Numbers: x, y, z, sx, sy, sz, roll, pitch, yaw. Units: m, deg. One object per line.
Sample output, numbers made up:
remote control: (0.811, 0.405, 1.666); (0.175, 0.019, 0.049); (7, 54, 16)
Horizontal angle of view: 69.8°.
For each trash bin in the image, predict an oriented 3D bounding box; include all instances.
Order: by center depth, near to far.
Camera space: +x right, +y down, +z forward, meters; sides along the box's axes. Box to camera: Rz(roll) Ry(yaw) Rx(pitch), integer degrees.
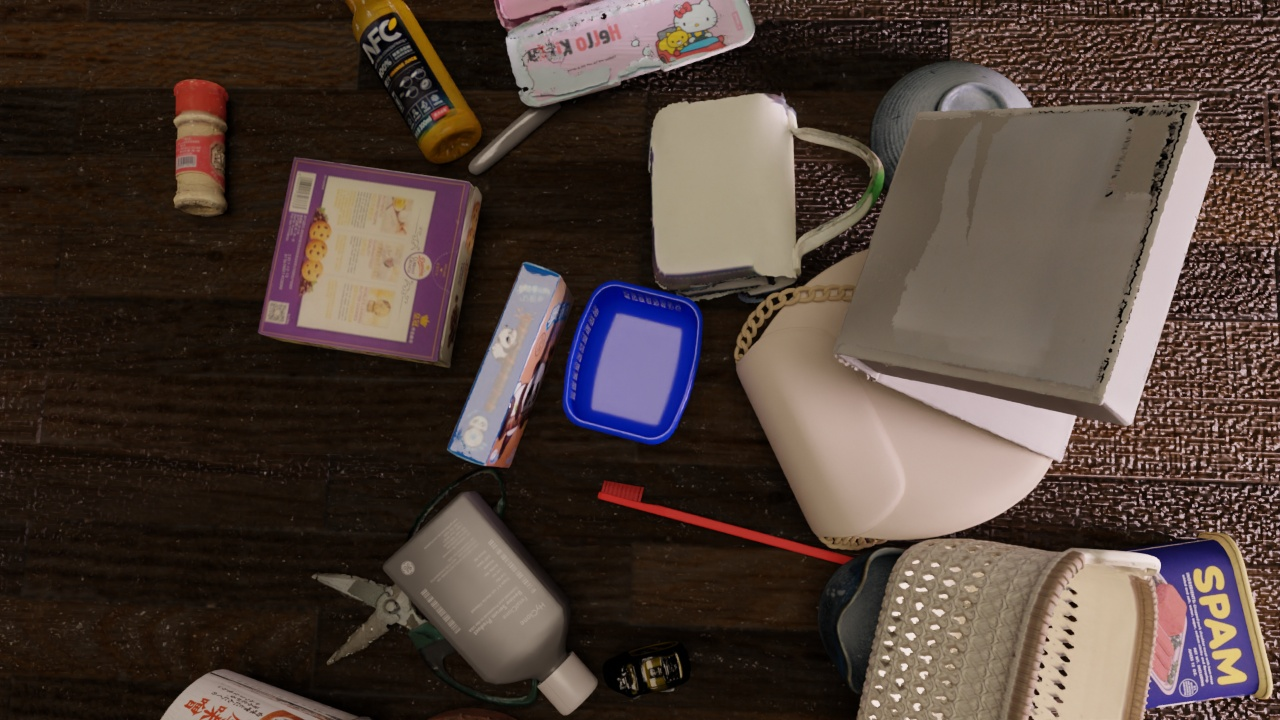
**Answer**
trash bin: (-0.136, 0.330, 0.604); (0.151, 0.210, 0.151); (0, 83, 3)

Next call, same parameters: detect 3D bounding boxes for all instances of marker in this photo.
marker: (-0.088, -0.201, 0.769); (0.138, 0.016, 0.022); (-42, 105, -2)

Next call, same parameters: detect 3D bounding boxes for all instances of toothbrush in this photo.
toothbrush: (0.071, 0.126, 0.716); (0.212, 0.012, 0.018); (14, 84, 5)

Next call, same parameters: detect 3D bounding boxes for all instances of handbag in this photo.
handbag: (0.194, 0.023, 0.675); (0.208, 0.103, 0.210); (-25, 82, 0)
handbag: (0.099, -0.125, 0.707); (0.176, 0.074, 0.151); (-5, 80, 22)

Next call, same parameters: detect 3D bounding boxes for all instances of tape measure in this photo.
tape measure: (0.007, 0.231, 0.682); (0.061, 0.062, 0.034); (-10, 80, -16)

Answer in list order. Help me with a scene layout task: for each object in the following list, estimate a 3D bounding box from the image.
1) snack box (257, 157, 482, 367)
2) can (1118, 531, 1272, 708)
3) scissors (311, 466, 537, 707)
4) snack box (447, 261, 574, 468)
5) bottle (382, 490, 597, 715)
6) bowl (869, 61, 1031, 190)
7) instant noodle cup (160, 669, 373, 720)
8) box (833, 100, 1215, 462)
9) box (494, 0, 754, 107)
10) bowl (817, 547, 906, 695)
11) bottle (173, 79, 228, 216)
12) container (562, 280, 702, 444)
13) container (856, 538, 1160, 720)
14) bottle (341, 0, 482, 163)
snack box: (-0.210, -0.077, 0.719); (0.148, 0.040, 0.143); (9, 84, 5)
can: (0.384, 0.190, 0.666); (0.092, 0.056, 0.116); (-9, 82, 4)
scissors: (-0.154, 0.172, 0.724); (0.202, 0.015, 0.202); (20, 86, 4)
snack box: (-0.096, 0.007, 0.705); (0.034, 0.087, 0.151); (21, 84, 5)
bottle: (-0.102, 0.189, 0.690); (0.083, 0.046, 0.174); (-43, 84, -4)
bowl: (0.254, -0.182, 0.722); (0.137, 0.057, 0.137); (-1, 82, 4)
instant noodle cup: (-0.281, 0.293, 0.671); (0.122, 0.123, 0.123); (22, 84, 15)
box: (0.267, -0.023, 0.662); (0.174, 0.422, 0.167); (19, 84, 24)
box: (-0.019, -0.299, 0.765); (0.201, 0.038, 0.152); (-16, 82, 2)
bowl: (0.168, 0.185, 0.672); (0.110, 0.055, 0.110); (-3, 95, -34)
bottle: (-0.369, -0.178, 0.770); (0.044, 0.044, 0.109); (-4, 83, 3)
container: (-0.004, 0.004, 0.714); (0.096, 0.058, 0.114); (14, 84, 5)
container: (0.240, 0.233, 0.603); (0.143, 0.184, 0.246); (7, 81, 50)
bottle: (-0.198, -0.254, 0.762); (0.053, 0.053, 0.186); (-31, 82, -1)
